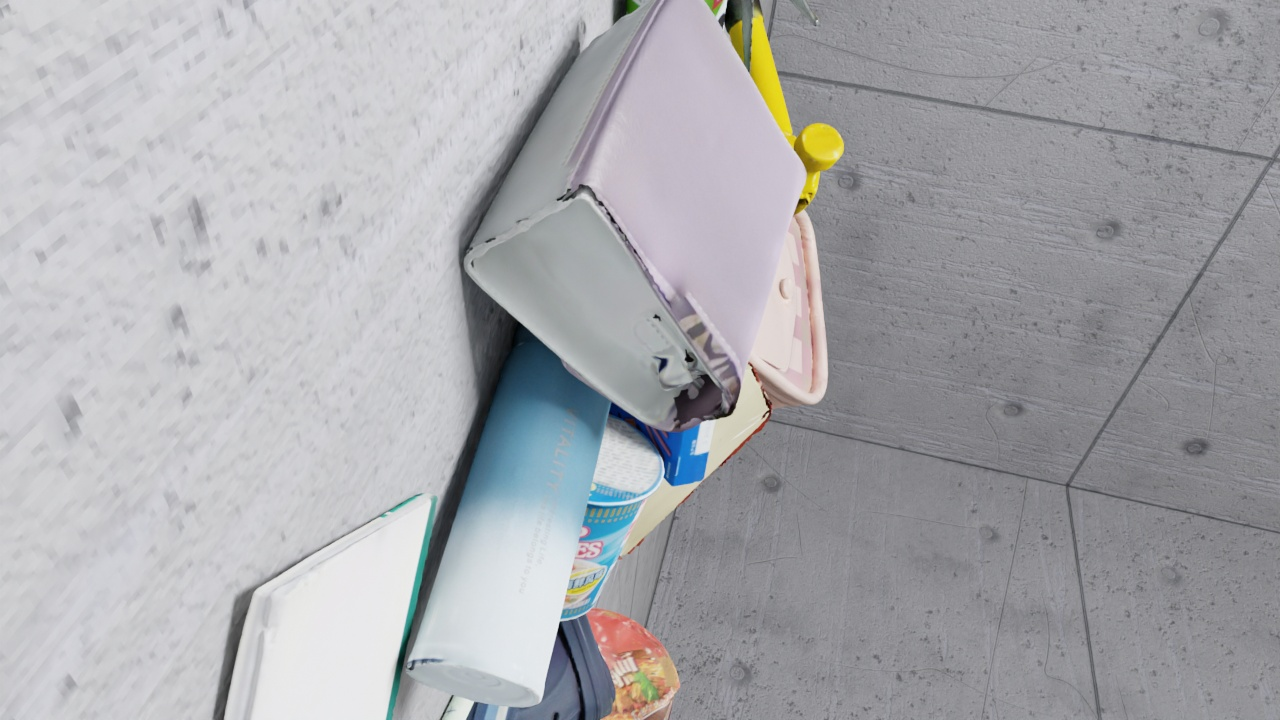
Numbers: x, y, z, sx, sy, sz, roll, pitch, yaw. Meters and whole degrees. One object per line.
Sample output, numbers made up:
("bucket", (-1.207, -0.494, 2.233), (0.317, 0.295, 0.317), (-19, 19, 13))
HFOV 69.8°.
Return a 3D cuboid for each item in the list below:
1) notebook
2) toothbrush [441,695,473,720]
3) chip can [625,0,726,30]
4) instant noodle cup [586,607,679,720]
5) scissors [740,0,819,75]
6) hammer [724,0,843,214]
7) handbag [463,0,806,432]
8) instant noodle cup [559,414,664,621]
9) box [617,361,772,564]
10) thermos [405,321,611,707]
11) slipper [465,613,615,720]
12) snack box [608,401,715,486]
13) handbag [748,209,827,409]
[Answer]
("notebook", (-0.123, 0.164, 0.347), (0.150, 0.012, 0.209), (-27, 130, -84))
("toothbrush", (-0.113, 0.222, 0.520), (0.020, 0.029, 0.189), (-35, -166, 23))
("chip can", (0.026, -0.270, 0.562), (0.236, 0.072, 0.072), (94, 11, -49))
("instant noodle cup", (-0.049, 0.291, 0.759), (0.137, 0.138, 0.109), (-68, 178, -55))
("scissors", (0.066, -0.294, 0.581), (0.221, 0.021, 0.233), (93, -22, -48))
("hammer", (0.076, -0.245, 0.672), (0.129, 0.032, 0.300), (128, -48, -69))
("handbag", (0.009, -0.078, 0.475), (0.099, 0.145, 0.196), (-25, -148, 39))
("instant noodle cup", (-0.046, 0.099, 0.571), (0.099, 0.099, 0.110), (-65, 173, -62))
("box", (0.017, 0.063, 0.670), (0.168, 0.077, 0.091), (-43, 143, -7))
("thermos", (-0.055, 0.058, 0.470), (0.070, 0.070, 0.220), (92, 9, -58))
("slipper", (-0.062, 0.224, 0.646), (0.252, 0.095, 0.105), (-75, 171, -49))
("snack box", (-0.004, 0.004, 0.606), (0.157, 0.026, 0.085), (44, -45, 46))
("handbag", (0.084, -0.068, 0.773), (0.234, 0.093, 0.193), (32, 53, -61))
